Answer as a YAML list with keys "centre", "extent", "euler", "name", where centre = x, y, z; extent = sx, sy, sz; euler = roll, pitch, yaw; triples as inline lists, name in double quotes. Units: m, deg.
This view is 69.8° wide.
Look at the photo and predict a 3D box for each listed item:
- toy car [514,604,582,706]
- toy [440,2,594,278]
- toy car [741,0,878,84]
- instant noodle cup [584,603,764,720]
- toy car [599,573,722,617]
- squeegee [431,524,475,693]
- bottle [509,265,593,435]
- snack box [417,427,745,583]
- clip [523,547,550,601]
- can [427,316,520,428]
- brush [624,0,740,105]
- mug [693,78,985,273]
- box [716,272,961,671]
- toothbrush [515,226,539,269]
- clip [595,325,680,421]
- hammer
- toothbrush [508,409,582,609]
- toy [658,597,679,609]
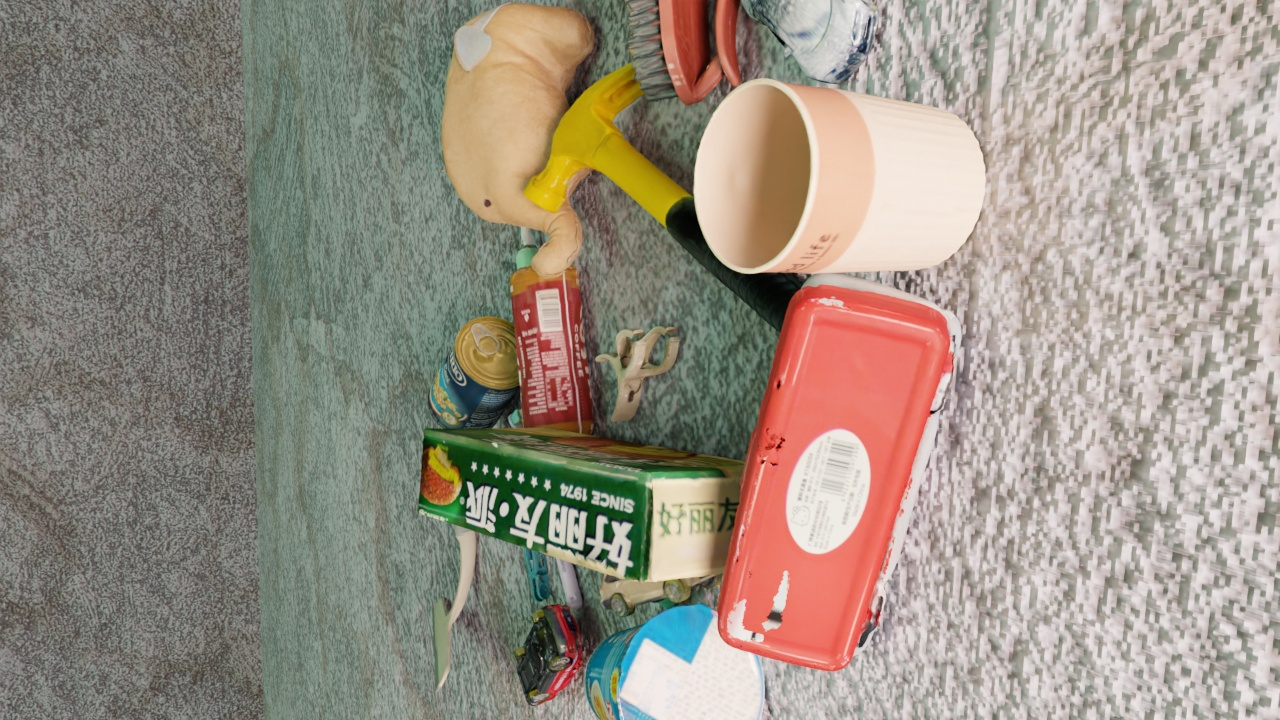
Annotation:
- centre: [-0.076, 0.253, 0.791]
  extent: [0.053, 0.045, 0.121]
  euler: [62, 147, 32]
  name: "toy car"
- centre: [-0.095, -0.170, 0.729]
  extent: [0.144, 0.082, 0.226]
  euler: [-9, 84, 30]
  name: "toy"
- centre: [0.086, -0.190, 0.490]
  extent: [0.105, 0.031, 0.049]
  euler: [59, 141, 37]
  name: "toy car"
- centre: [0.013, 0.212, 0.601]
  extent: [0.110, 0.099, 0.099]
  euler: [142, 120, -63]
  name: "instant noodle cup"
- centre: [0.014, 0.142, 0.598]
  extent: [0.091, 0.042, 0.035]
  euler: [-24, 81, 40]
  name: "toy car"
- centre: [-0.198, 0.194, 1.002]
  extent: [0.246, 0.039, 0.246]
  euler: [-169, 84, -76]
  name: "squeegee"
- centre: [-0.071, 0.011, 0.747]
  extent: [0.058, 0.057, 0.175]
  euler: [-14, 80, 59]
  name: "bottle"
- centre: [-0.036, 0.085, 0.594]
  extent: [0.241, 0.114, 0.063]
  euler: [4, 90, 48]
  name: "snack box"
- centre: [-0.096, 0.196, 0.851]
  extent: [0.041, 0.014, 0.056]
  euler: [-37, 59, 55]
  name: "clip"
- centre: [-0.153, 0.018, 0.871]
  extent: [0.111, 0.075, 0.075]
  euler: [-49, 52, 51]
  name: "can"
- centre: [0.029, -0.227, 0.556]
  extent: [0.069, 0.063, 0.145]
  euler: [-6, 84, 27]
  name: "brush"
- centre: [0.083, -0.083, 0.432]
  extent: [0.115, 0.105, 0.082]
  euler: [17, 107, 58]
  name: "mug"
- centre: [0.098, 0.058, 0.463]
  extent: [0.068, 0.090, 0.201]
  euler: [-62, -17, -67]
  name: "box"
- centre: [-0.094, -0.064, 0.810]
  extent: [0.026, 0.027, 0.224]
  euler: [-16, 77, 26]
  name: "toothbrush"
- centre: [-0.005, -0.001, 0.665]
  extent: [0.098, 0.034, 0.064]
  euler: [130, 128, -60]
  name: "clip"
- centre: [0.028, -0.090, 0.570]
  extent: [0.129, 0.032, 0.300]
  euler: [-56, 48, 16]
  name: "hammer"
- centre: [-0.081, 0.129, 0.816]
  extent: [0.021, 0.029, 0.189]
  euler: [54, -164, -67]
  name: "toothbrush"
- centre: [0.016, 0.130, 0.641]
  extent: [0.097, 0.030, 0.092]
  euler: [14, 107, 49]
  name: "toy"
